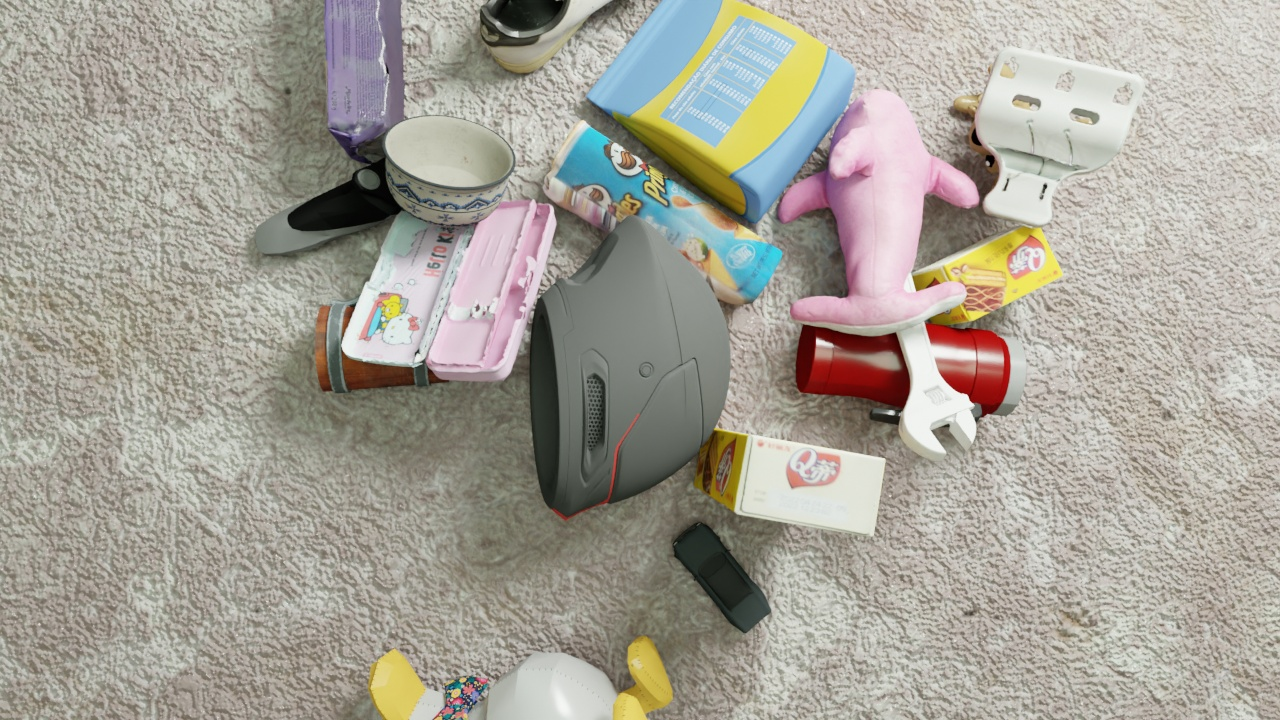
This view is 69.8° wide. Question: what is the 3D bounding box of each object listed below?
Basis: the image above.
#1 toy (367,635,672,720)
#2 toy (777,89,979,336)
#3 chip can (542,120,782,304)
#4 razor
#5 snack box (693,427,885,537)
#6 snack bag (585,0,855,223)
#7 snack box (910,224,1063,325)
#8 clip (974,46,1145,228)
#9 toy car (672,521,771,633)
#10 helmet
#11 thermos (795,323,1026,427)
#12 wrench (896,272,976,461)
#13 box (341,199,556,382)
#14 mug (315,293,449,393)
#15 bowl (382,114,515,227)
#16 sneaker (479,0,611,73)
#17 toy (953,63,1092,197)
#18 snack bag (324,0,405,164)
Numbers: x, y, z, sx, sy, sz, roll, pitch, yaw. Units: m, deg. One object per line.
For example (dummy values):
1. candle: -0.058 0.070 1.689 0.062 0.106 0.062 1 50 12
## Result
1. toy: -0.101 0.338 0.815 0.268 0.140 0.247 -22 108 19
2. toy: 0.209 -0.154 0.838 0.187 0.128 0.265 -4 67 21
3. chip can: 0.019 -0.132 0.870 0.229 0.080 0.079 32 85 -2
4. razor: -0.289 -0.138 0.858 0.156 0.060 0.057 -24 76 14
5. snack box: 0.116 0.098 0.788 0.110 0.230 0.061 10 87 -4
6. snack bag: 0.074 -0.254 0.873 0.205 0.102 0.159 37 85 11
7. snack box: 0.331 -0.082 0.886 0.105 0.083 0.061 -25 91 -6
8. clip: 0.359 -0.192 0.822 0.126 0.091 0.152 20 116 18
9. toy car: 0.078 0.208 0.878 0.046 0.034 0.112 -39 91 -5
10. helmet: -0.005 0.005 0.816 0.169 0.164 0.265 -4 99 -16
11. thermos: 0.254 0.014 0.869 0.198 0.084 0.107 7 52 -2
12. wrench: 0.246 -0.031 0.839 0.066 0.018 0.272 -2 55 -5
13. box: -0.166 -0.070 0.827 0.155 0.045 0.200 4 54 12
14. mug: -0.234 -0.028 0.849 0.111 0.082 0.117 -1 69 -8
15. bowl: -0.174 -0.164 0.826 0.115 0.059 0.115 10 43 -10
16. sneaker: -0.054 -0.365 0.837 0.242 0.102 0.089 -36 81 10
17. toy: 0.362 -0.228 0.895 0.105 0.134 0.108 7 59 -26
18. snack bag: -0.252 -0.289 0.844 0.058 0.096 0.205 -1 88 -4
